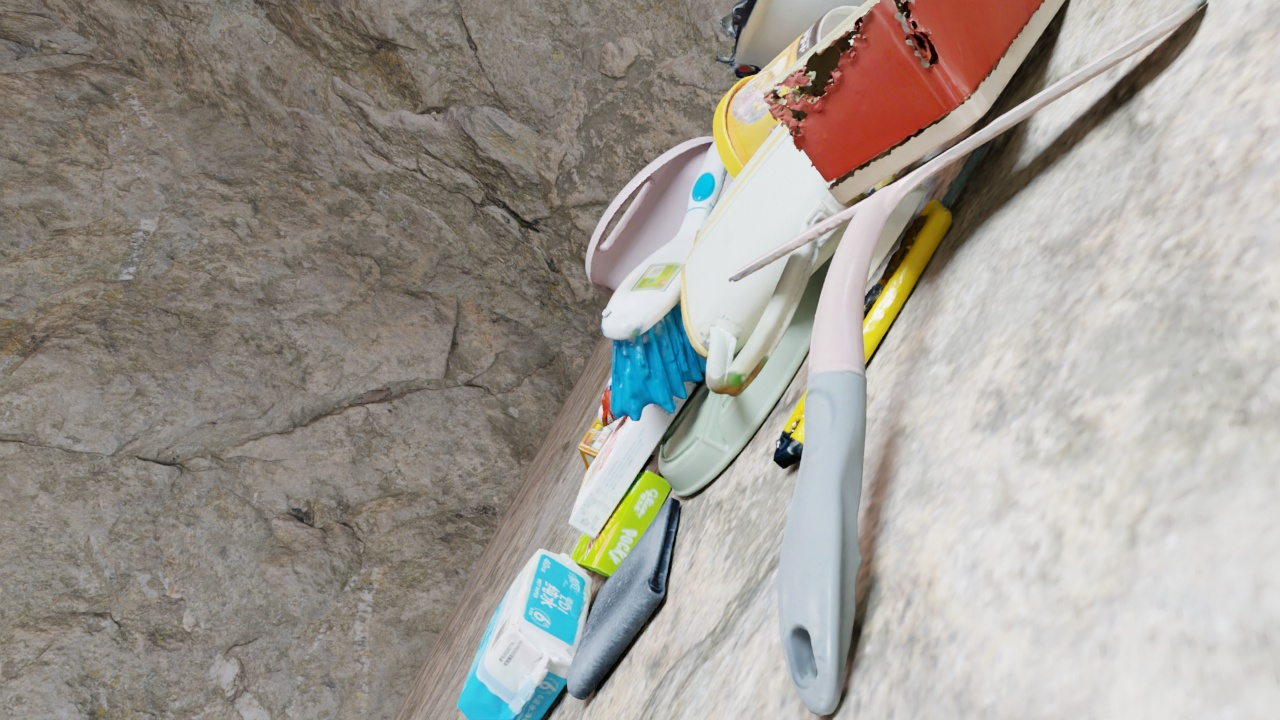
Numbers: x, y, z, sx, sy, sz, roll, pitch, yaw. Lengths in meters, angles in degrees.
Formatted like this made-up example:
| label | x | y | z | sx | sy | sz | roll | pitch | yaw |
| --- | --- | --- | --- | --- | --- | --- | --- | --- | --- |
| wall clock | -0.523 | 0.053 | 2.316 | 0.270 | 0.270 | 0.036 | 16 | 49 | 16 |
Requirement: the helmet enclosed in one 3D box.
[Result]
| label | x | y | z | sx | sy | sz | roll | pitch | yaw |
| --- | --- | --- | --- | --- | --- | --- | --- | --- | --- |
| helmet | 0.179 | -0.328 | 0.783 | 0.230 | 0.157 | 0.273 | -61 | 8 | 21 |

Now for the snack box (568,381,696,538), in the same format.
| label | x | y | z | sx | sy | sz | roll | pitch | yaw |
| --- | --- | --- | --- | --- | --- | --- | --- | --- | --- |
| snack box | -0.004 | 0.060 | 0.734 | 0.157 | 0.027 | 0.084 | -57 | 6 | 20 |

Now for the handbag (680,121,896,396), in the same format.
| label | x | y | z | sx | sy | sz | roll | pitch | yaw |
| --- | --- | --- | --- | --- | --- | --- | --- | --- | --- |
| handbag | 0.077 | -0.066 | 0.545 | 0.164 | 0.063 | 0.178 | -50 | 16 | 44 |

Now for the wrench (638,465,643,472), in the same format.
| label | x | y | z | sx | sy | sz | roll | pitch | yaw |
| --- | --- | --- | --- | --- | --- | --- | --- | --- | --- |
| wrench | 0.017 | 0.048 | 0.879 | 0.273 | 0.016 | 0.056 | -65 | 6 | -9 |

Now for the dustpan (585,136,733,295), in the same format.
| label | x | y | z | sx | sy | sz | roll | pitch | yaw |
| --- | --- | --- | --- | --- | --- | --- | --- | --- | --- |
| dustpan | 0.051 | -0.157 | 1.006 | 0.223 | 0.139 | 0.272 | -53 | 4 | 23 |

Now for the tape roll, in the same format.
| label | x | y | z | sx | sy | sz | roll | pitch | yaw |
| --- | --- | --- | --- | --- | --- | --- | --- | --- | --- |
| tape roll | 0.119 | -0.055 | 0.477 | 0.085 | 0.014 | 0.086 | -55 | -8 | -12 |

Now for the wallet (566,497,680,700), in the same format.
| label | x | y | z | sx | sy | sz | roll | pitch | yaw |
| --- | --- | --- | --- | --- | --- | --- | --- | --- | --- |
| wallet | -0.007 | 0.152 | 0.605 | 0.097 | 0.019 | 0.120 | -55 | 5 | 21 |

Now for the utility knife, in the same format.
| label | x | y | z | sx | sy | sz | roll | pitch | yaw |
| --- | --- | --- | --- | --- | --- | --- | --- | --- | --- |
| utility knife | 0.118 | -0.031 | 0.447 | 0.195 | 0.015 | 0.033 | -58 | 7 | 1 |

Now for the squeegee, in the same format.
| label | x | y | z | sx | sy | sz | roll | pitch | yaw |
| --- | --- | --- | --- | --- | --- | --- | --- | --- | --- |
| squeegee | 0.080 | 0.002 | 0.343 | 0.248 | 0.040 | 0.249 | -28 | 36 | 50 |

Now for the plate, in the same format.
| label | x | y | z | sx | sy | sz | roll | pitch | yaw |
| --- | --- | --- | --- | --- | --- | --- | --- | --- | --- |
| plate | 0.076 | -0.007 | 0.660 | 0.230 | 0.027 | 0.230 | -59 | 6 | 9 |

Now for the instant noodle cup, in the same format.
| label | x | y | z | sx | sy | sz | roll | pitch | yaw |
| --- | --- | --- | --- | --- | --- | --- | --- | --- | --- |
| instant noodle cup | 0.132 | -0.181 | 0.662 | 0.115 | 0.118 | 0.118 | -37 | 22 | 56 |

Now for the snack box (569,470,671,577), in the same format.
| label | x | y | z | sx | sy | sz | roll | pitch | yaw |
| --- | --- | --- | --- | --- | --- | --- | --- | --- | --- |
| snack box | -0.021 | 0.137 | 0.764 | 0.085 | 0.026 | 0.156 | -61 | 6 | -14 |

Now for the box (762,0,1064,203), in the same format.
| label | x | y | z | sx | sy | sz | roll | pitch | yaw |
| --- | --- | --- | --- | --- | --- | --- | --- | --- | --- |
| box | 0.129 | -0.159 | 0.441 | 0.092 | 0.080 | 0.167 | -28 | 15 | 50 |

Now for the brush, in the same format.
| label | x | y | z | sx | sy | sz | roll | pitch | yaw |
| --- | --- | --- | --- | --- | --- | --- | --- | --- | --- |
| brush | 0.041 | -0.081 | 0.701 | 0.313 | 0.061 | 0.109 | -55 | -44 | -52 |

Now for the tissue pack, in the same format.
| label | x | y | z | sx | sy | sz | roll | pitch | yaw |
| --- | --- | --- | --- | --- | --- | --- | --- | --- | --- |
| tissue pack | -0.082 | 0.215 | 0.697 | 0.090 | 0.063 | 0.139 | -56 | 7 | 17 |

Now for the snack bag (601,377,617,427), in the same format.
| label | x | y | z | sx | sy | sz | roll | pitch | yaw |
| --- | --- | --- | --- | --- | --- | --- | --- | --- | --- |
| snack bag | -0.004 | 0.004 | 0.749 | 0.104 | 0.026 | 0.048 | -60 | 11 | -22 |

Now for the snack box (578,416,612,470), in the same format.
| label | x | y | z | sx | sy | sz | roll | pitch | yaw |
| --- | --- | --- | --- | --- | --- | --- | --- | --- | --- |
| snack box | -0.006 | 0.049 | 0.904 | 0.153 | 0.026 | 0.075 | -57 | -26 | -28 |

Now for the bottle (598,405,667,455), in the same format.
| label | x | y | z | sx | sy | sz | roll | pitch | yaw |
| --- | --- | --- | --- | --- | --- | --- | --- | --- | --- |
| bottle | 0.042 | -0.012 | 0.820 | 0.197 | 0.068 | 0.068 | -56 | 5 | -1 |
